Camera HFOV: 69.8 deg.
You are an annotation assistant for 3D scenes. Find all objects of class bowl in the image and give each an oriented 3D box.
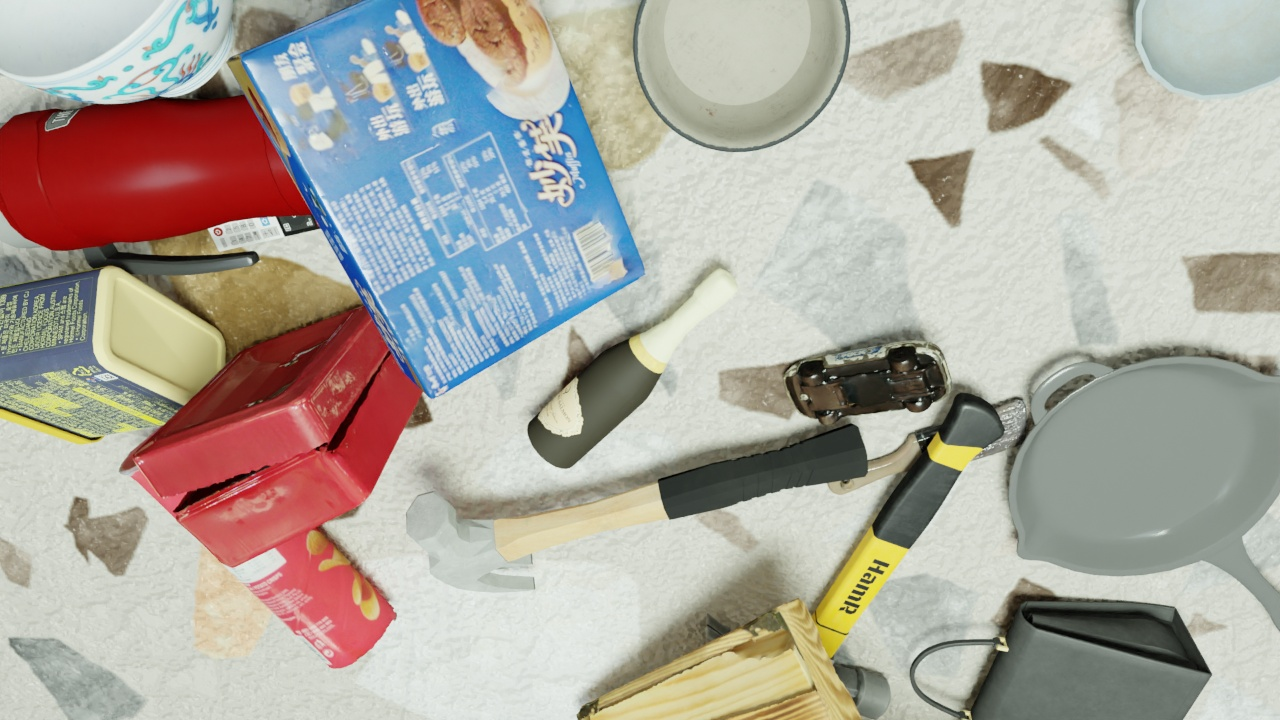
[{"bbox_3d":[0.055,-0.182,0.515,0.115,0.059,0.116,1,120,2],"label":"bowl"},{"bbox_3d":[-0.276,-0.194,0.506,0.144,0.143,0.074,-16,157,12],"label":"bowl"},{"bbox_3d":[0.320,-0.200,0.497,0.106,0.039,0.106,4,128,5],"label":"bowl"}]

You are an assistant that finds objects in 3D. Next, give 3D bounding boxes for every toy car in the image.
[{"bbox_3d":[0.155,0.012,0.635,0.113,0.040,0.048,-10,120,29],"label":"toy car"}]

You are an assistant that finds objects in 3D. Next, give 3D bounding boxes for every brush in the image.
[{"bbox_3d":[0.210,0.068,0.675,0.151,0.012,0.039,-21,117,15],"label":"brush"}]

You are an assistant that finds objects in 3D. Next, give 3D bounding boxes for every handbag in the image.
[{"bbox_3d":[0.321,0.275,0.759,0.196,0.072,0.176,10,120,2],"label":"handbag"}]

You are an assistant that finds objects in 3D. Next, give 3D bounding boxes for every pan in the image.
[{"bbox_3d":[0.409,0.114,0.683,0.354,0.024,0.217,40,114,-18],"label":"pan"}]

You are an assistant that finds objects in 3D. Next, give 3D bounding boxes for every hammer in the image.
[{"bbox_3d":[0.175,0.155,0.708,0.170,0.034,0.325,20,121,-6],"label":"hammer"},{"bbox_3d":[0.002,0.106,0.676,0.328,0.039,0.131,-15,145,6],"label":"hammer"}]

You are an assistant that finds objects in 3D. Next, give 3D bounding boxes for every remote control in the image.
[{"bbox_3d":[-0.227,-0.098,0.606,0.124,0.011,0.028,-11,118,9],"label":"remote control"}]

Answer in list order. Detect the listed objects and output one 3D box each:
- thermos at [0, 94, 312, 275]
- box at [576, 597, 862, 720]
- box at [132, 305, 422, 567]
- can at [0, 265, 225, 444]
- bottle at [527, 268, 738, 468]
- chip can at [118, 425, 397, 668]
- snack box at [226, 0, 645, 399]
[{"bbox_3d":[-0.289,-0.106,0.563,0.198,0.083,0.108,-6,113,4],"label":"thermos"},{"bbox_3d":[0.157,0.365,0.749,0.280,0.285,0.336,-40,70,40],"label":"box"},{"bbox_3d":[-0.224,0.043,0.604,0.130,0.157,0.098,-22,113,16],"label":"box"},{"bbox_3d":[-0.356,-0.001,0.602,0.104,0.075,0.135,-10,160,6],"label":"can"},{"bbox_3d":[-0.004,0.004,0.632,0.045,0.045,0.185,39,114,-18],"label":"bottle"},{"bbox_3d":[-0.288,0.142,0.712,0.073,0.073,0.233,-26,116,16],"label":"chip can"},{"bbox_3d":[-0.107,-0.106,0.524,0.154,0.069,0.203,-32,118,-16],"label":"snack box"}]
